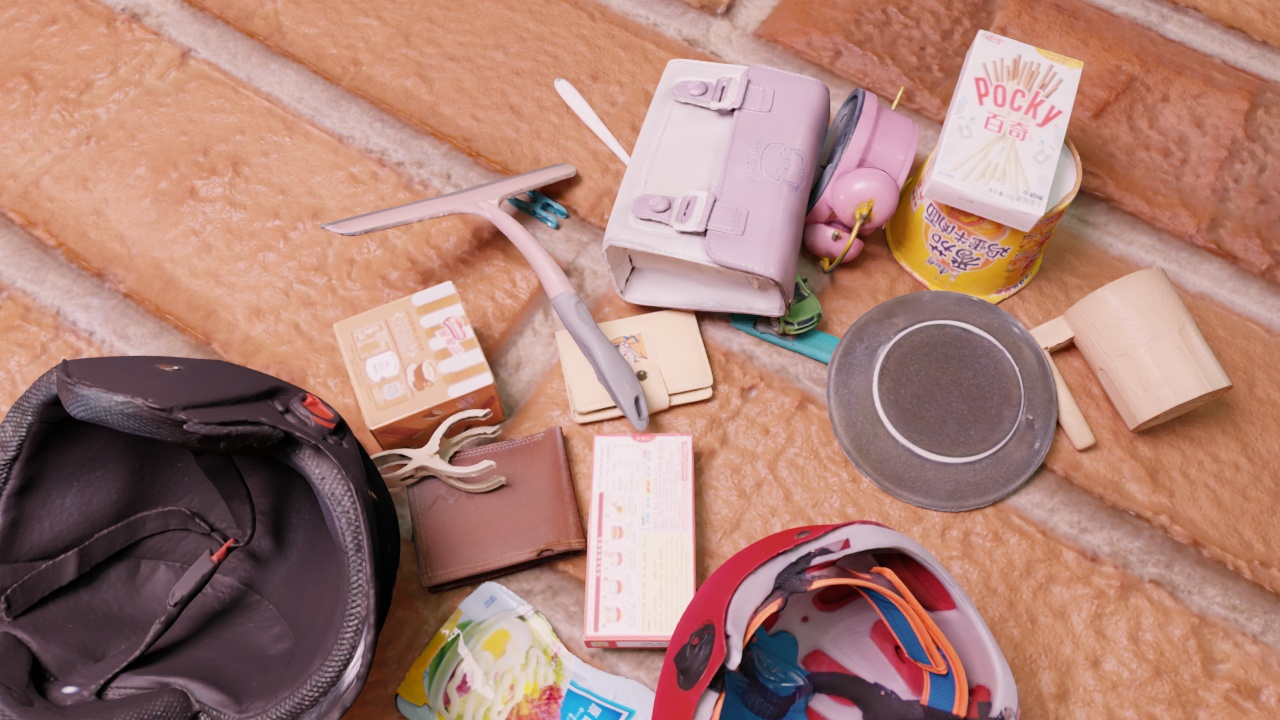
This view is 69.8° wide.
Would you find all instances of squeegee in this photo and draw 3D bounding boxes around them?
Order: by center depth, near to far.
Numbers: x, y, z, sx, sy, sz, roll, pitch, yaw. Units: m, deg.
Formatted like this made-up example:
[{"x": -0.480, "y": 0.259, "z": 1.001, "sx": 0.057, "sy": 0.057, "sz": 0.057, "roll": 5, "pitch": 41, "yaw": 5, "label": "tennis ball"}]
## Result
[{"x": -0.066, "y": -0.051, "z": 0.700, "sx": 0.246, "sy": 0.040, "sz": 0.249, "roll": -28, "pitch": 75, "yaw": -44, "label": "squeegee"}]

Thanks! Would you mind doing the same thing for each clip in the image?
[{"x": -0.144, "y": 0.062, "z": 0.671, "sx": 0.103, "sy": 0.035, "sz": 0.092, "roll": 6, "pitch": 60, "yaw": 16, "label": "clip"}, {"x": -0.090, "y": -0.135, "z": 0.798, "sx": 0.056, "sy": 0.014, "sz": 0.043, "roll": 33, "pitch": 69, "yaw": 15, "label": "clip"}]

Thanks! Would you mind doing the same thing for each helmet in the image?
[{"x": -0.265, "y": 0.115, "z": 0.563, "sx": 0.275, "sy": 0.230, "sz": 0.233, "roll": 23, "pitch": 97, "yaw": 6, "label": "helmet"}, {"x": 0.094, "y": 0.216, "z": 0.566, "sx": 0.207, "sy": 0.144, "sz": 0.239, "roll": 43, "pitch": 73, "yaw": -14, "label": "helmet"}]

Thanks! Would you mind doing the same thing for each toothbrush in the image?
[{"x": -0.025, "y": -0.197, "z": 0.826, "sx": 0.016, "sy": 0.016, "sz": 0.180, "roll": -33, "pitch": 70, "yaw": -18, "label": "toothbrush"}]

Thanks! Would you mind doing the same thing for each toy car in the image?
[{"x": 0.110, "y": -0.059, "z": 0.748, "sx": 0.043, "sy": 0.036, "sz": 0.091, "roll": -24, "pitch": 59, "yaw": -25, "label": "toy car"}]

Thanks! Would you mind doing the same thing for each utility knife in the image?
[{"x": 0.113, "y": -0.024, "z": 0.752, "sx": 0.216, "sy": 0.013, "sz": 0.029, "roll": 21, "pitch": 64, "yaw": 9, "label": "utility knife"}]

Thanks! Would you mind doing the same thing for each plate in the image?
[{"x": 0.236, "y": 0.026, "z": 0.712, "sx": 0.179, "sy": 0.024, "sz": 0.179, "roll": -1, "pitch": 73, "yaw": 2, "label": "plate"}]

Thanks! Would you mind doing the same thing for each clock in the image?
[{"x": 0.175, "y": -0.144, "z": 0.755, "sx": 0.060, "sy": 0.117, "sz": 0.158, "roll": 23, "pitch": 65, "yaw": -4, "label": "clock"}]

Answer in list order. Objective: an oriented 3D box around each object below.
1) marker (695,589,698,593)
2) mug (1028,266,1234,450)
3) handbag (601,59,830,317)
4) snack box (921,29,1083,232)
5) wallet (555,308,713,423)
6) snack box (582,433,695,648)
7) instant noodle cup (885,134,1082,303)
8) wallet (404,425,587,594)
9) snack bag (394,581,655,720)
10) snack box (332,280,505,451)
[{"x": 0.043, "y": 0.225, "z": 0.632, "sx": 0.022, "sy": 0.020, "sz": 0.132, "roll": 4, "pitch": 62, "yaw": -27, "label": "marker"}, {"x": 0.375, "y": 0.001, "z": 0.718, "sx": 0.125, "sy": 0.084, "sz": 0.103, "roll": -27, "pitch": 68, "yaw": 13, "label": "mug"}, {"x": 0.065, "y": -0.140, "z": 0.728, "sx": 0.145, "sy": 0.098, "sz": 0.196, "roll": 10, "pitch": 64, "yaw": 13, "label": "handbag"}, {"x": 0.276, "y": -0.177, "z": 0.698, "sx": 0.085, "sy": 0.027, "sz": 0.156, "roll": 21, "pitch": 67, "yaw": 7, "label": "snack box"}, {"x": -0.004, "y": 0.004, "z": 0.731, "sx": 0.115, "sy": 0.024, "sz": 0.087, "roll": -11, "pitch": 67, "yaw": -8, "label": "wallet"}, {"x": 0.001, "y": 0.126, "z": 0.660, "sx": 0.077, "sy": 0.027, "sz": 0.155, "roll": 0, "pitch": 58, "yaw": 3, "label": "snack box"}, {"x": 0.285, "y": -0.132, "z": 0.753, "sx": 0.138, "sy": 0.110, "sz": 0.137, "roll": 1, "pitch": 66, "yaw": -2, "label": "instant noodle cup"}, {"x": -0.108, "y": 0.107, "z": 0.678, "sx": 0.124, "sy": 0.032, "sz": 0.101, "roll": -13, "pitch": 64, "yaw": -8, "label": "wallet"}, {"x": -0.061, "y": 0.241, "z": 0.615, "sx": 0.191, "sy": 0.039, "sz": 0.110, "roll": 33, "pitch": 58, "yaw": 12, "label": "snack bag"}, {"x": -0.165, "y": 0.010, "z": 0.694, "sx": 0.094, "sy": 0.077, "sz": 0.092, "roll": -22, "pitch": 67, "yaw": -11, "label": "snack box"}]
